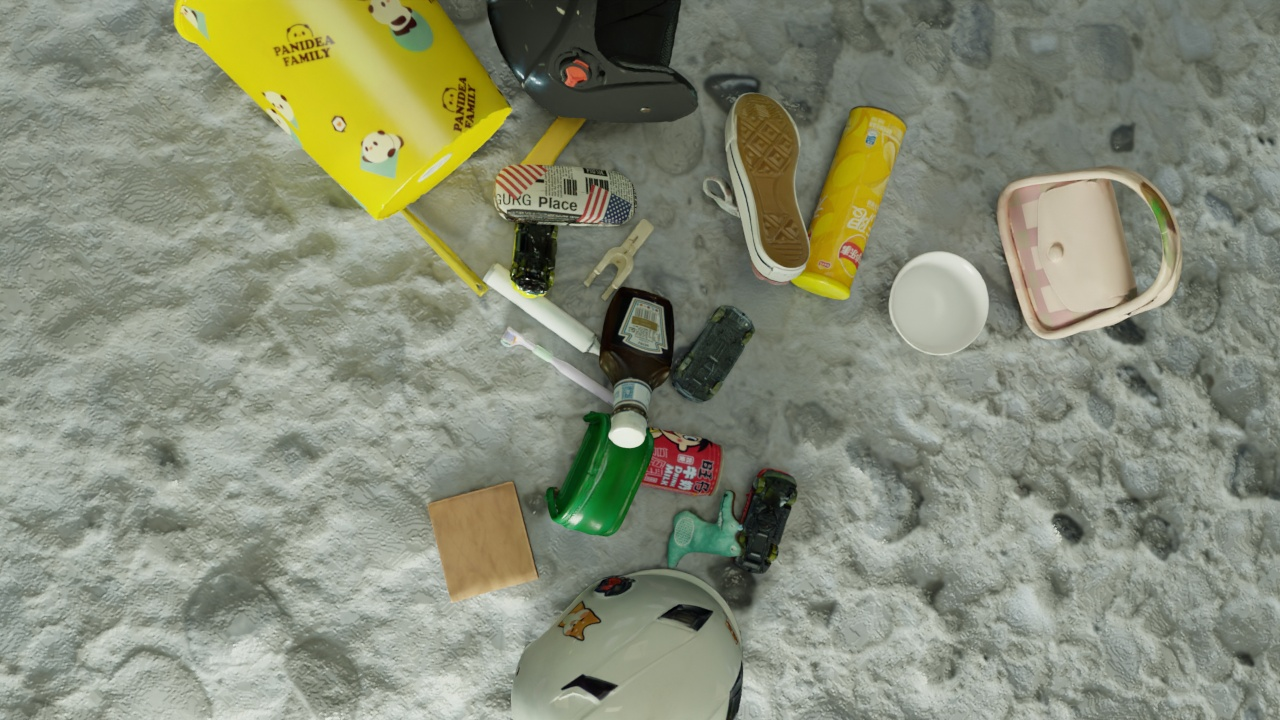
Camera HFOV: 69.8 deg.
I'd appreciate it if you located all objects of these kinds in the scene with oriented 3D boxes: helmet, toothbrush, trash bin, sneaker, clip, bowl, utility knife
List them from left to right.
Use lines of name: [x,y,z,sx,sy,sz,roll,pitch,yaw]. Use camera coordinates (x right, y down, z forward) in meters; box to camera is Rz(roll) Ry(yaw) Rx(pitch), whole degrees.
trash bin: [-0.281,-0.296,0.922,0.229,0.230,0.255,-41,100,-7]
toothbrush: [-0.240,-0.144,1.019,0.015,0.016,0.190,-44,95,-4]
utility knife: [-0.099,-0.243,1.040,0.033,0.015,0.156,39,84,-13]
toothbrush: [-0.080,-0.036,1.034,0.221,0.026,0.027,36,125,-6]
toothbrush: [-0.073,0.019,1.038,0.189,0.029,0.021,32,47,-7]
helmet: [-0.045,-0.364,0.926,0.230,0.274,0.233,1,74,19]
clip: [-0.020,-0.114,1.025,0.035,0.095,0.102,40,95,-5]
helmet: [-0.003,0.355,0.973,0.274,0.157,0.230,-29,93,-7]
sneaker: [0.133,-0.187,1.037,0.118,0.088,0.240,2,67,-20]
bowl: [0.335,-0.065,1.070,0.118,0.065,0.118,0,90,-8]

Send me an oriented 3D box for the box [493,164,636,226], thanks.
box: [-0.084,-0.182,1.023,0.164,0.052,0.069,2,94,-19]

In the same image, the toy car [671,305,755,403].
toy car: [0.083,-0.008,1.052,0.054,0.037,0.120,36,75,-5]

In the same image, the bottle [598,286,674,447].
bottle: [-0.006,0.006,0.979,0.080,0.044,0.194,16,47,-11]

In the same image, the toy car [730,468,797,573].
toy car: [0.139,0.182,1.050,0.053,0.045,0.120,20,92,-8]

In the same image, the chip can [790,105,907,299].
chip can: [0.241,-0.180,1.057,0.072,0.072,0.213,21,86,-7]

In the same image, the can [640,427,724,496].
can: [0.041,0.115,1.028,0.094,0.066,0.066,13,87,-7]

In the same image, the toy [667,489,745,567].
toy: [0.077,0.192,1.036,0.092,0.030,0.096,4,77,27]

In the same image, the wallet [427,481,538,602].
wallet: [-0.175,0.201,1.023,0.101,0.020,0.115,-13,88,-7]

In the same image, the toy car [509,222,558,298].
toy car: [-0.119,-0.118,1.020,0.048,0.032,0.105,10,65,-17]

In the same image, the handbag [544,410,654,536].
handbag: [-0.051,0.118,0.990,0.068,0.120,0.131,25,86,-25]

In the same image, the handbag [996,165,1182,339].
handbag: [0.504,-0.127,1.008,0.093,0.234,0.193,-15,91,-10]
